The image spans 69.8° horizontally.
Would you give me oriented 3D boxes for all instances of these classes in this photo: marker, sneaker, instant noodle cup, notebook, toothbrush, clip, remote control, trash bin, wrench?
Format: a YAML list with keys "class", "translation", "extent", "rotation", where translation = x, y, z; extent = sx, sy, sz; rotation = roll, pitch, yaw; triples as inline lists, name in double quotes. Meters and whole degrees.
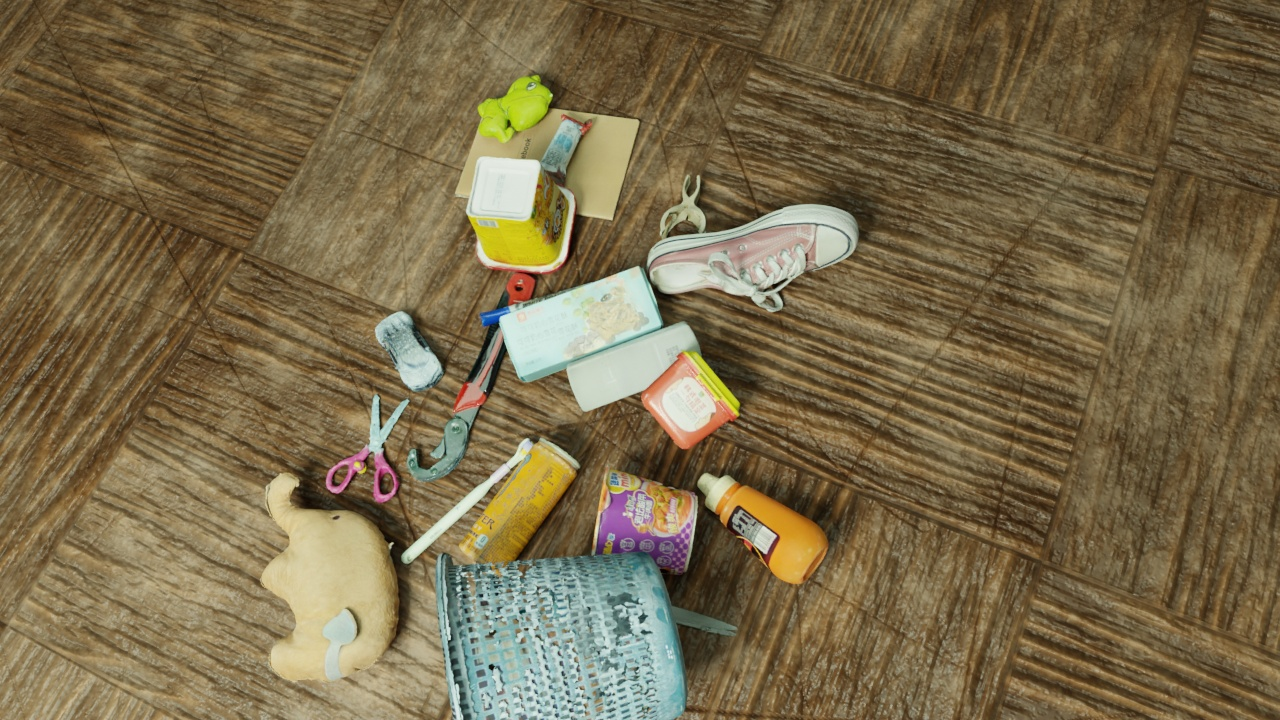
- class: "marker"
  translation: [-0.116, -0.067, 1.074]
  extent: [0.145, 0.017, 0.017]
  rotation: [-16, 67, -10]
- class: "sneaker"
  translation: [0.126, -0.105, 1.025]
  extent: [0.241, 0.118, 0.087]
  rotation: [-9, 50, 9]
- class: "instant noodle cup"
  translation: [-0.144, -0.174, 1.068]
  extent: [0.116, 0.124, 0.116]
  rotation: [6, 75, 10]
- class: "notebook"
  translation: [-0.117, -0.257, 1.164]
  extent: [0.208, 0.008, 0.147]
  rotation: [11, 70, 11]
- class: "toothbrush"
  translation: [-0.187, 0.156, 1.007]
  extent: [0.189, 0.029, 0.020]
  rotation: [-41, 28, -8]
- class: "clip"
  translation: [0.066, -0.172, 1.097]
  extent: [0.095, 0.035, 0.102]
  rotation: [30, 67, 21]
- class: "remote control"
  translation: [-0.006, 0.006, 1.028]
  extent: [0.150, 0.021, 0.058]
  rotation: [-20, 108, -2]
- class: "trash bin"
  translation: [-0.068, 0.268, 0.834]
  extent: [0.195, 0.227, 0.226]
  rotation: [-11, 67, -9]
- class: "wrench"
  translation: [-0.188, 0.017, 1.062]
  extent: [0.056, 0.016, 0.273]
  rotation: [22, 73, 10]
- class: "instant noodle cup"
  translation: [0.004, 0.170, 0.935]
  extent: [0.099, 0.112, 0.111]
  rotation: [11, 70, 1]

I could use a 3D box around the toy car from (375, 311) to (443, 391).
- class: "toy car"
  translation: [-0.272, -0.011, 1.075]
  extent: [0.049, 0.031, 0.105]
  rotation: [-35, 70, -7]

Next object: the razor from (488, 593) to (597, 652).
- class: "razor"
  translation: [-0.105, 0.273, 0.944]
  extent: [0.132, 0.028, 0.043]
  rotation: [25, 86, 10]

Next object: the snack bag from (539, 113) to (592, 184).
- class: "snack bag"
  translation: [-0.098, -0.265, 1.146]
  extent: [0.045, 0.026, 0.105]
  rotation: [23, 74, 5]

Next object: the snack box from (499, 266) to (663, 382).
- class: "snack box"
  translation: [-0.066, -0.041, 1.043]
  extent: [0.175, 0.051, 0.074]
  rotation: [-21, 82, -2]

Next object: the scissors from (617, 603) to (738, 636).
- class: "scissors"
  translation: [0.009, 0.266, 0.946]
  extent: [0.132, 0.014, 0.175]
  rotation: [-41, 73, -10]

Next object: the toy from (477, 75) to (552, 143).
- class: "toy"
  translation: [-0.159, -0.320, 1.173]
  extent: [0.100, 0.031, 0.096]
  rotation: [-7, 68, 9]

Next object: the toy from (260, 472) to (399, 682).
- class: "toy"
  translation: [-0.329, 0.220, 0.966]
  extent: [0.143, 0.083, 0.225]
  rotation: [-13, 65, -12]

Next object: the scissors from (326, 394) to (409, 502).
- class: "scissors"
  translation: [-0.295, 0.102, 1.044]
  extent: [0.108, 0.017, 0.135]
  rotation: [27, 71, 17]

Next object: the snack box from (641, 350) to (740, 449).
- class: "snack box"
  translation: [0.051, 0.044, 0.984]
  extent: [0.080, 0.082, 0.091]
  rotation: [-40, 90, -1]

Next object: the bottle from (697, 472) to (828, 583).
- class: "bottle"
  translation: [0.119, 0.165, 0.946]
  extent: [0.149, 0.067, 0.066]
  rotation: [35, 76, 25]

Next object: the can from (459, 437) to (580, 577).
- class: "can"
  translation: [-0.128, 0.156, 0.977]
  extent: [0.058, 0.058, 0.145]
  rotation: [32, 75, 17]
